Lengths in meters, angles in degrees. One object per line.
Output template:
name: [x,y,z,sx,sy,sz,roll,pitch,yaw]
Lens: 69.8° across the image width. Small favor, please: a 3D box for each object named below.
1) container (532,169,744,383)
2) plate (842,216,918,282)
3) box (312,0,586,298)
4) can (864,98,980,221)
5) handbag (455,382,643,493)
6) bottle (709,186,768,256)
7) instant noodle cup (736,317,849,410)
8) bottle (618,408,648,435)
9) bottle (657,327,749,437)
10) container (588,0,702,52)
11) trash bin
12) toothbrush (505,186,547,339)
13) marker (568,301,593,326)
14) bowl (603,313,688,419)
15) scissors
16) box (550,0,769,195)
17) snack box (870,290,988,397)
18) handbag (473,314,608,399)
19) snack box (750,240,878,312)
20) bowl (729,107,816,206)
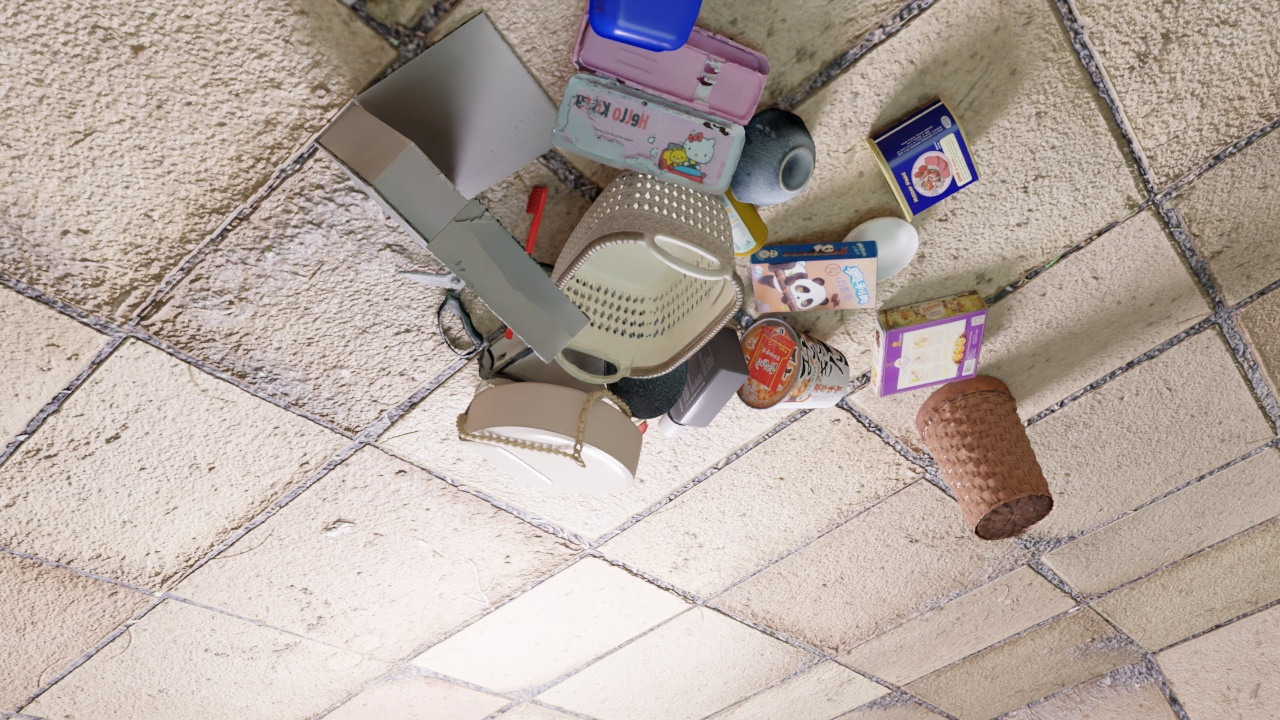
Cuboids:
container: [-0.004,-0.090,1.007,0.184,0.142,0.247,20,145,-21]
plate: [0.291,-0.142,1.143,0.104,0.026,0.104,-7,138,-7]
box: [-0.157,-0.282,0.948,0.174,0.421,0.167,7,152,38]
can: [0.321,-0.227,1.038,0.092,0.056,0.116,-29,135,16]
handbag: [-0.108,0.108,1.157,0.209,0.103,0.210,-5,149,32]
bottle: [0.081,-0.191,1.020,0.053,0.053,0.186,-28,135,16]
instant noodle cup: [0.209,0.014,1.233,0.121,0.123,0.124,12,133,-37]
bottle: [-0.012,0.061,1.277,0.044,0.044,0.109,-9,137,-4]
bottle: [0.078,0.041,1.247,0.046,0.083,0.174,13,133,-25]
container: [0.010,-0.336,0.814,0.096,0.058,0.114,9,110,-20]
trash bin: [0.523,0.149,1.375,0.151,0.209,0.151,-7,138,-7]
toothbrush: [-0.139,-0.109,1.068,0.018,0.012,0.213,5,128,-20]
marker: [-0.063,-0.033,1.186,0.022,0.016,0.139,4,147,30]
bowl: [-0.007,0.007,1.194,0.137,0.137,0.057,26,165,-35]
scissors: [-0.201,-0.069,1.114,0.201,0.015,0.203,7,136,-21]
box: [0.020,-0.259,0.909,0.201,0.038,0.153,12,110,-24]
snack box: [0.402,-0.020,1.289,0.148,0.040,0.144,-12,138,0]
handbag: [-0.147,0.037,1.198,0.176,0.073,0.151,-31,136,24]
snack box: [0.214,-0.102,1.134,0.151,0.034,0.087,-1,140,12]
bowl: [0.150,-0.212,0.987,0.110,0.055,0.110,-19,126,-27]
